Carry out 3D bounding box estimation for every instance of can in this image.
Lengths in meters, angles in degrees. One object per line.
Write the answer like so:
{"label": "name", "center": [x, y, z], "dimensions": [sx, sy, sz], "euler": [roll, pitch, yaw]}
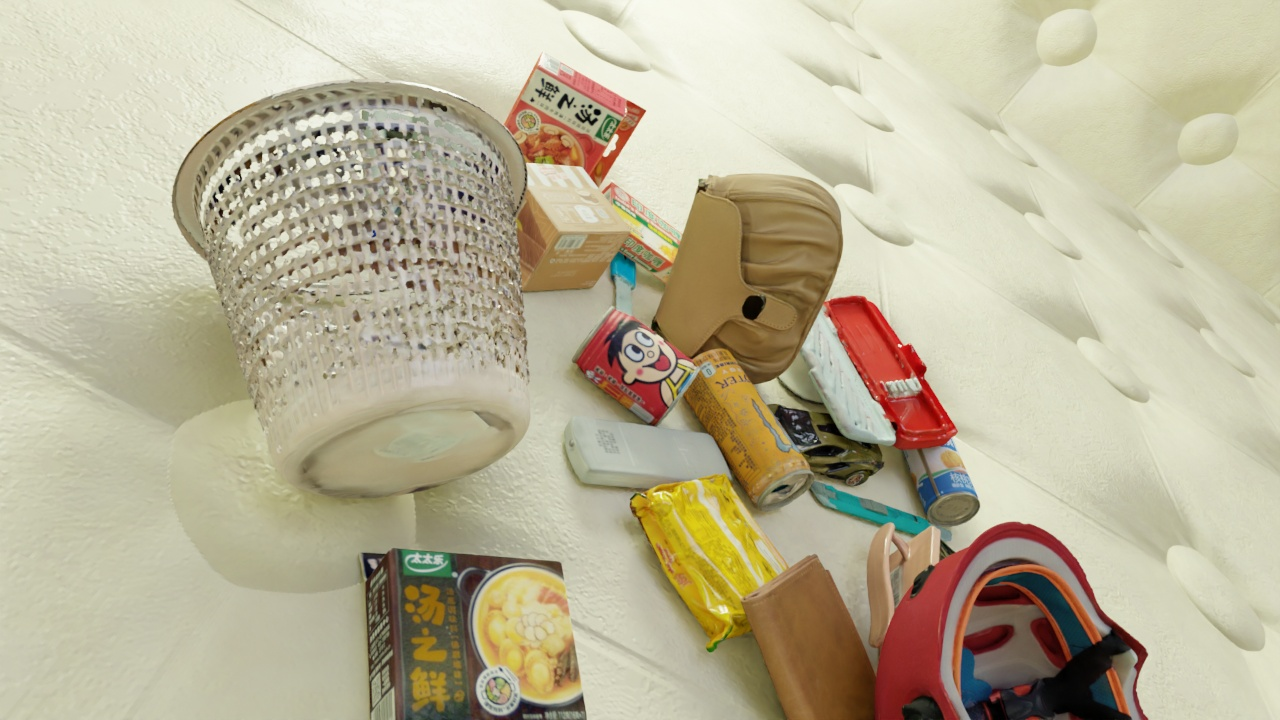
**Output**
{"label": "can", "center": [0.090, 0.059, 0.810], "dimensions": [0.058, 0.058, 0.146], "euler": [0, 47, -42]}
{"label": "can", "center": [0.306, 0.104, 0.955], "dimensions": [0.053, 0.053, 0.134], "euler": [21, 37, -22]}
{"label": "can", "center": [-0.005, 0.005, 0.786], "dimensions": [0.094, 0.067, 0.066], "euler": [37, 34, 0]}

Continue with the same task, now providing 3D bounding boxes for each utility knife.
{"label": "utility knife", "center": [0.234, 0.146, 0.878], "dimensions": [0.178, 0.013, 0.029], "euler": [20, 39, -23]}
{"label": "utility knife", "center": [-0.017, -0.103, 0.947], "dimensions": [0.034, 0.018, 0.207], "euler": [23, 38, -21]}

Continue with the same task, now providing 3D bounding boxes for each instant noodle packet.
{"label": "instant noodle packet", "center": [0.059, 0.149, 0.692], "dimensions": [0.110, 0.044, 0.128], "euler": [-4, 54, -47]}

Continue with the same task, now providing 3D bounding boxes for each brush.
{"label": "brush", "center": [0.220, 0.200, 0.760], "dimensions": [0.073, 0.063, 0.145], "euler": [38, 36, -6]}

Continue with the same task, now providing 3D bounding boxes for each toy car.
{"label": "toy car", "center": [0.167, 0.078, 0.877], "dimensions": [0.158, 0.042, 0.070], "euler": [9, 42, -31]}

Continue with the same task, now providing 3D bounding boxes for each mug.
{"label": "mug", "center": [-0.182, -0.163, 0.801], "dimensions": [0.123, 0.084, 0.103], "euler": [9, 56, -30]}

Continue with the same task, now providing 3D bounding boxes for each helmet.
{"label": "helmet", "center": [0.243, 0.243, 0.634], "dimensions": [0.206, 0.144, 0.240], "euler": [-8, 73, -34]}

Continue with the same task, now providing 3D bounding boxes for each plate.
{"label": "plate", "center": [0.207, -0.014, 1.027], "dimensions": [0.163, 0.034, 0.164], "euler": [14, 40, -29]}

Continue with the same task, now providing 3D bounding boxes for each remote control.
{"label": "remote control", "center": [0.007, 0.079, 0.748], "dimensions": [0.149, 0.021, 0.058], "euler": [10, 41, -34]}

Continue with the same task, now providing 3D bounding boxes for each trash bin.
{"label": "trash bin", "center": [-0.161, -0.027, 0.578], "dimensions": [0.227, 0.228, 0.192], "euler": [3, 59, -39]}

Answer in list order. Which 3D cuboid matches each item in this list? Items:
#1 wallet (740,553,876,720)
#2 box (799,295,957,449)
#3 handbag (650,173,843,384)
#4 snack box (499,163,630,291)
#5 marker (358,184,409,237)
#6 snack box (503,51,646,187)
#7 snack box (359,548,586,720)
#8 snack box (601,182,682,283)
{"label": "wallet", "center": [0.132, 0.213, 0.660], "dimensions": [0.118, 0.035, 0.130], "euler": [-12, 78, -54]}
{"label": "box", "center": [0.224, 0.006, 0.950], "dimensions": [0.160, 0.050, 0.200], "euler": [3, 46, -29]}
{"label": "handbag", "center": [0.100, -0.073, 0.857], "dimensions": [0.148, 0.205, 0.099], "euler": [15, 35, -3]}
{"label": "snack box", "center": [-0.082, -0.125, 0.861], "dimensions": [0.092, 0.077, 0.094], "euler": [-9, 55, -47]}
{"label": "marker", "center": [-0.219, -0.131, 0.800], "dimensions": [0.017, 0.017, 0.145], "euler": [31, 34, -9]}
{"label": "snack box", "center": [-0.076, -0.242, 0.972], "dimensions": [0.127, 0.113, 0.044], "euler": [25, 35, -17]}
{"label": "snack box", "center": [-0.100, 0.160, 0.537], "dimensions": [0.113, 0.053, 0.125], "euler": [12, 47, -32]}
{"label": "snack box", "center": [0.021, -0.117, 0.966], "dimensions": [0.155, 0.027, 0.076], "euler": [32, 32, -27]}
